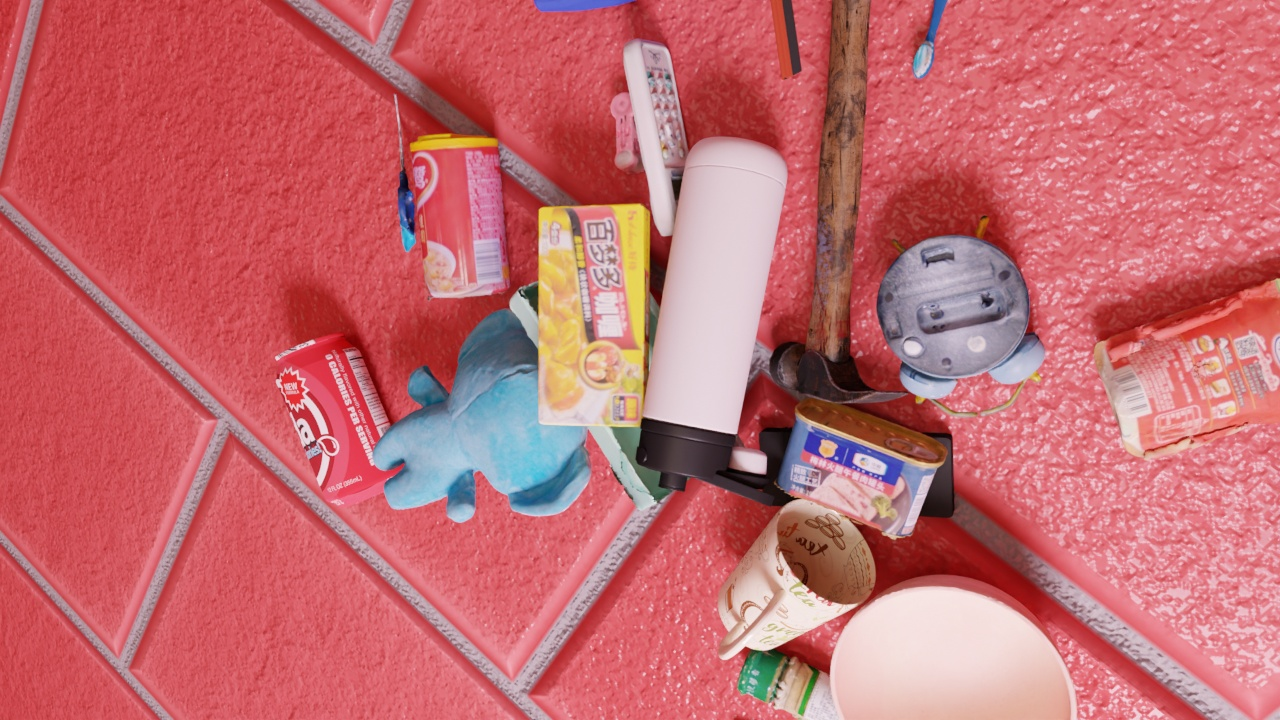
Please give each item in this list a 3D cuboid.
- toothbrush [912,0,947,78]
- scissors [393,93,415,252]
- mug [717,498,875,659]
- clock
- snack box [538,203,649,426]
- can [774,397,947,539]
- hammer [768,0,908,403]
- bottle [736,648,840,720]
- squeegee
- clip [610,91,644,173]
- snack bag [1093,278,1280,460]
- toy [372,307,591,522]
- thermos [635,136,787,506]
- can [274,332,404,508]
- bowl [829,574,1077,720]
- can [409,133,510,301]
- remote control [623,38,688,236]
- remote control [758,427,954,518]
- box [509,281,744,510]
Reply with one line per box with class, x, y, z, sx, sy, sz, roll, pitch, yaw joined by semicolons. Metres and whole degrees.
toothbrush;0.188;-0.239;0.556;0.021;0.016;0.132;19;110;18
scissors;-0.186;-0.146;0.724;0.014;0.117;0.130;-3;108;-13
mug;0.093;0.166;0.633;0.081;0.121;0.097;43;131;8
clock;0.201;-0.023;0.578;0.089;0.051;0.124;-14;96;26
snack box;-0.032;-0.031;0.636;0.075;0.025;0.152;0;91;11
can;0.144;0.070;0.609;0.100;0.053;0.059;20;110;21
hammer;0.131;-0.137;0.574;0.120;0.033;0.330;-161;72;-66
bottle;0.128;0.249;0.679;0.110;0.042;0.043;20;109;19
squeegee;0.008;-0.274;0.614;0.185;0.055;0.249;-11;79;27
clip;-0.010;-0.162;0.660;0.023;0.043;0.060;-1;114;22
snack bag;0.350;0.002;0.523;0.155;0.044;0.087;-20;98;24
toy;-0.121;0.058;0.723;0.181;0.115;0.183;-31;64;10
thermos;0.061;-0.024;0.612;0.101;0.068;0.230;11;87;-15
can;-0.263;0.053;0.805;0.075;0.074;0.142;-21;92;28
bowl;0.209;0.205;0.612;0.153;0.076;0.153;6;105;24
can;-0.139;-0.111;0.714;0.067;0.066;0.124;1;102;25
remote control;0.013;-0.154;0.641;0.022;0.050;0.133;-7;98;30
remote control;0.150;0.078;0.646;0.134;0.013;0.058;1;102;25
box;-0.001;0.002;0.665;0.092;0.077;0.188;-36;83;40
